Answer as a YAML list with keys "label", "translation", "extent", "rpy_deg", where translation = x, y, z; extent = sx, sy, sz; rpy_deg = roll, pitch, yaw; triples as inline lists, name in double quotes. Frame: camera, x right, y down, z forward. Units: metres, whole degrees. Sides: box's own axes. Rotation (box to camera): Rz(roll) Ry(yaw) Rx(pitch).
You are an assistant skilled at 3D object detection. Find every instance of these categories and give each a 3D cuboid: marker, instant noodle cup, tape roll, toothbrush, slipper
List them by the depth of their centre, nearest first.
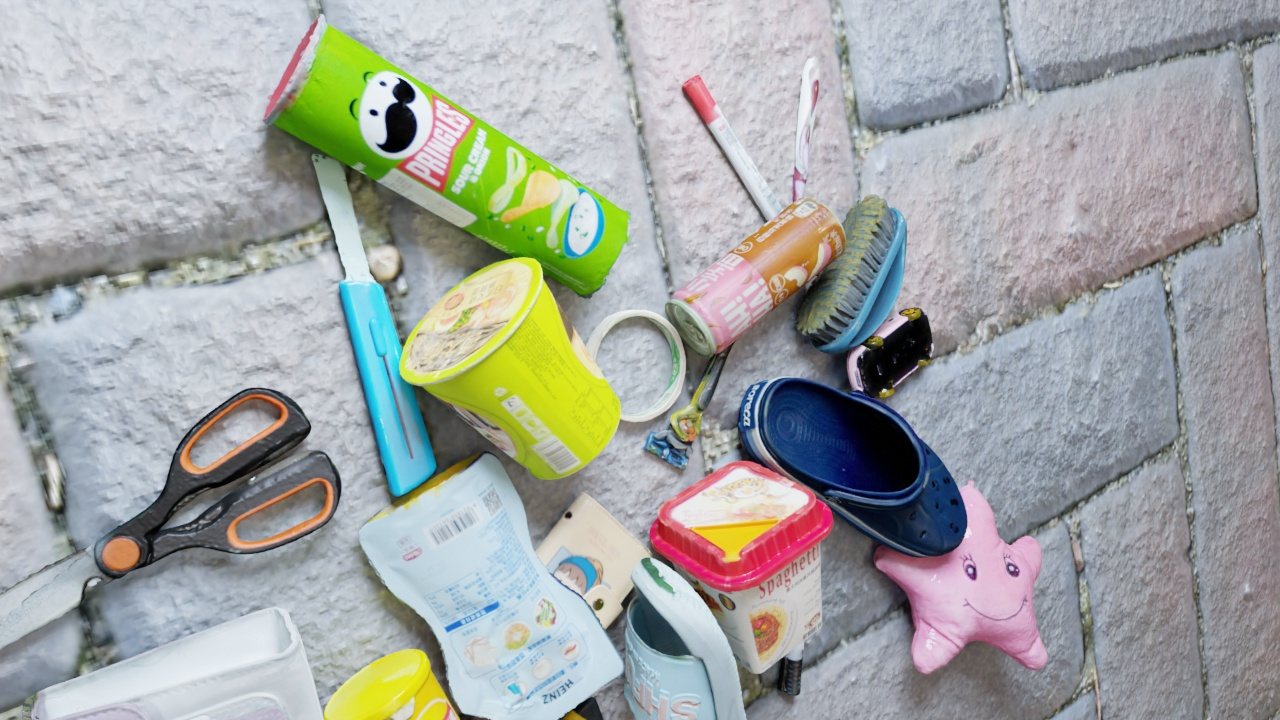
- label: "instant noodle cup"
  translation: [-0.077, 0.013, 0.611]
  extent: [0.111, 0.112, 0.123]
  rpy_deg: [-50, 124, -18]
- label: "slipper"
  translation: [0.028, 0.253, 0.688]
  extent: [0.074, 0.104, 0.246]
  rpy_deg: [-22, 115, -15]
- label: "tape roll"
  translation: [-0.004, 0.004, 0.700]
  extent: [0.085, 0.014, 0.086]
  rpy_deg: [-2, 95, -31]
- label: "instant noodle cup"
  translation: [0.084, 0.162, 0.714]
  extent: [0.116, 0.117, 0.124]
  rpy_deg: [-28, 118, -27]
- label: "marker"
  translation: [0.079, -0.163, 0.736]
  extent: [0.017, 0.017, 0.145]
  rpy_deg: [-46, 114, -20]
- label: "toothbrush"
  translation: [0.138, -0.162, 0.771]
  extent: [0.016, 0.017, 0.187]
  rpy_deg: [5, 91, -28]
- label: "slipper"
  translation: [0.196, 0.083, 0.773]
  extent: [0.252, 0.095, 0.105]
  rpy_deg: [30, 68, -24]
- label: "marker"
  translation: [0.134, 0.225, 0.796]
  extent: [0.022, 0.018, 0.131]
  rpy_deg: [2, 93, -22]

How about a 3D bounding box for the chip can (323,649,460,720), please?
- label: "chip can"
  translation: [-0.126, 0.298, 0.606]
  extent: [0.072, 0.072, 0.213]
  rpy_deg: [-31, 105, -26]

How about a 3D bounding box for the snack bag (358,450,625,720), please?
- label: "snack bag"
  translation: [-0.099, 0.166, 0.624]
  extent: [0.110, 0.039, 0.191]
  rpy_deg: [-33, 101, -26]

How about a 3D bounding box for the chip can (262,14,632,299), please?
- label: "chip can"
  translation: [-0.115, -0.122, 0.592]
  extent: [0.236, 0.072, 0.072]
  rpy_deg: [28, 79, -30]

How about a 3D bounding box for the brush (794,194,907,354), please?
- label: "brush"
  translation: [0.189, -0.068, 0.786]
  extent: [0.073, 0.055, 0.143]
  rpy_deg: [33, 76, -28]

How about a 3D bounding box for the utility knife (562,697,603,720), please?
- label: "utility knife"
  translation: [-0.076, 0.319, 0.678]
  extent: [0.033, 0.015, 0.156]
  rpy_deg: [42, 74, -20]

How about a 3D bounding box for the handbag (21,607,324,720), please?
- label: "handbag"
  translation: [-0.249, 0.264, 0.529]
  extent: [0.144, 0.098, 0.197]
  rpy_deg: [-14, 100, -24]

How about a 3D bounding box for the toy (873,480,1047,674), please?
- label: "toy"
  translation: [0.304, 0.202, 0.864]
  extent: [0.194, 0.075, 0.178]
  rpy_deg: [7, 74, -20]

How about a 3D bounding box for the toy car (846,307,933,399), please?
- label: "toy car"
  translation: [0.223, -0.007, 0.824]
  extent: [0.122, 0.037, 0.056]
  rpy_deg: [-29, 111, -39]

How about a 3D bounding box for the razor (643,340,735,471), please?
- label: "razor"
  translation: [0.053, 0.018, 0.731]
  extent: [0.042, 0.022, 0.142]
  rpy_deg: [34, 76, -30]

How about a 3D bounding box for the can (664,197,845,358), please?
- label: "can"
  translation: [0.091, -0.066, 0.717]
  extent: [0.147, 0.058, 0.058]
  rpy_deg: [-38, 111, -15]

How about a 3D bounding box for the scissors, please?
- label: "scissors"
  translation: [-0.294, 0.091, 0.532]
  extent: [0.234, 0.022, 0.152]
  rpy_deg: [-7, 90, -27]

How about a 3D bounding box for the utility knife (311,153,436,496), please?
- label: "utility knife"
  translation: [-0.175, -0.022, 0.595]
  extent: [0.034, 0.018, 0.225]
  rpy_deg: [-18, 101, -28]

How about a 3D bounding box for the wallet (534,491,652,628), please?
- label: "wallet"
  translation: [-0.049, 0.168, 0.681]
  extent: [0.087, 0.024, 0.115]
  rpy_deg: [45, 70, -20]
